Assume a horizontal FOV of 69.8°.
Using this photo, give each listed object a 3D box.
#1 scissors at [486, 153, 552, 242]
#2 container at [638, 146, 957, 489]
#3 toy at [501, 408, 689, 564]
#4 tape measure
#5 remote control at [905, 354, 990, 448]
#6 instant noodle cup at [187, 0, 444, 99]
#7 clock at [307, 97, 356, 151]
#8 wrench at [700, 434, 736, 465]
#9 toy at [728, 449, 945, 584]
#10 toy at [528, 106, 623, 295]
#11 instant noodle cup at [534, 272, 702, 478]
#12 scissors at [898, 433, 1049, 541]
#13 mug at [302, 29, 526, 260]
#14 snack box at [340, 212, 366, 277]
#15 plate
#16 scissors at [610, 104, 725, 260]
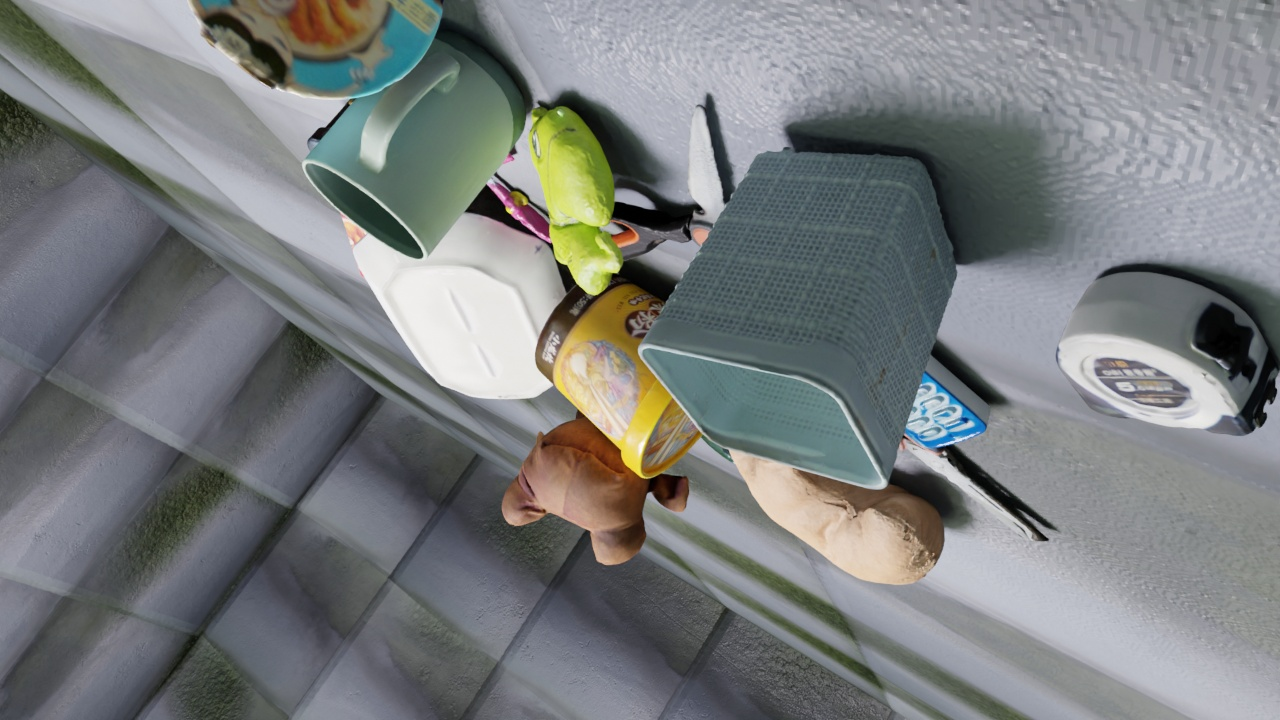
[{"bbox_3d":[-0.107,-0.130,0.644,0.133,0.017,0.135,42,169,-14],"label":"scissors"},{"bbox_3d":[0.073,-0.021,0.384,0.090,0.111,0.090,13,155,37],"label":"container"},{"bbox_3d":[-0.018,0.075,0.755,0.140,0.199,0.131,22,131,10],"label":"toy"},{"bbox_3d":[0.195,-0.003,0.347,0.066,0.033,0.066,41,163,-33],"label":"tape measure"},{"bbox_3d":[0.133,0.002,0.500,0.125,0.024,0.049,37,146,-15],"label":"remote control"},{"bbox_3d":[-0.162,-0.177,0.447,0.111,0.111,0.120,41,172,-23],"label":"instant noodle cup"},{"bbox_3d":[-0.203,-0.153,0.694,0.082,0.055,0.122,37,166,-13],"label":"clock"},{"bbox_3d":[0.026,0.030,0.861,0.273,0.016,0.056,41,161,-27],"label":"wrench"},{"bbox_3d":[0.135,0.101,0.738,0.226,0.082,0.143,31,161,23],"label":"toy"},{"bbox_3d":[-0.035,-0.091,0.508,0.096,0.031,0.100,48,149,35],"label":"toy"},{"bbox_3d":[-0.004,0.004,0.660,0.114,0.118,0.118,37,168,21],"label":"instant noodle cup"},{"bbox_3d":[0.186,0.054,0.584,0.205,0.015,0.199,27,163,24],"label":"scissors"},{"bbox_3d":[-0.119,-0.125,0.497,0.082,0.106,0.112,35,166,0],"label":"mug"},{"bbox_3d":[-0.200,-0.085,0.816,0.113,0.044,0.127,30,152,15],"label":"snack box"},{"bbox_3d":[-0.139,-0.030,0.773,0.162,0.034,0.266,0,151,5],"label":"plate"},{"bbox_3d":[0.040,-0.066,0.521,0.221,0.021,0.227,13,156,43],"label":"scissors"}]
